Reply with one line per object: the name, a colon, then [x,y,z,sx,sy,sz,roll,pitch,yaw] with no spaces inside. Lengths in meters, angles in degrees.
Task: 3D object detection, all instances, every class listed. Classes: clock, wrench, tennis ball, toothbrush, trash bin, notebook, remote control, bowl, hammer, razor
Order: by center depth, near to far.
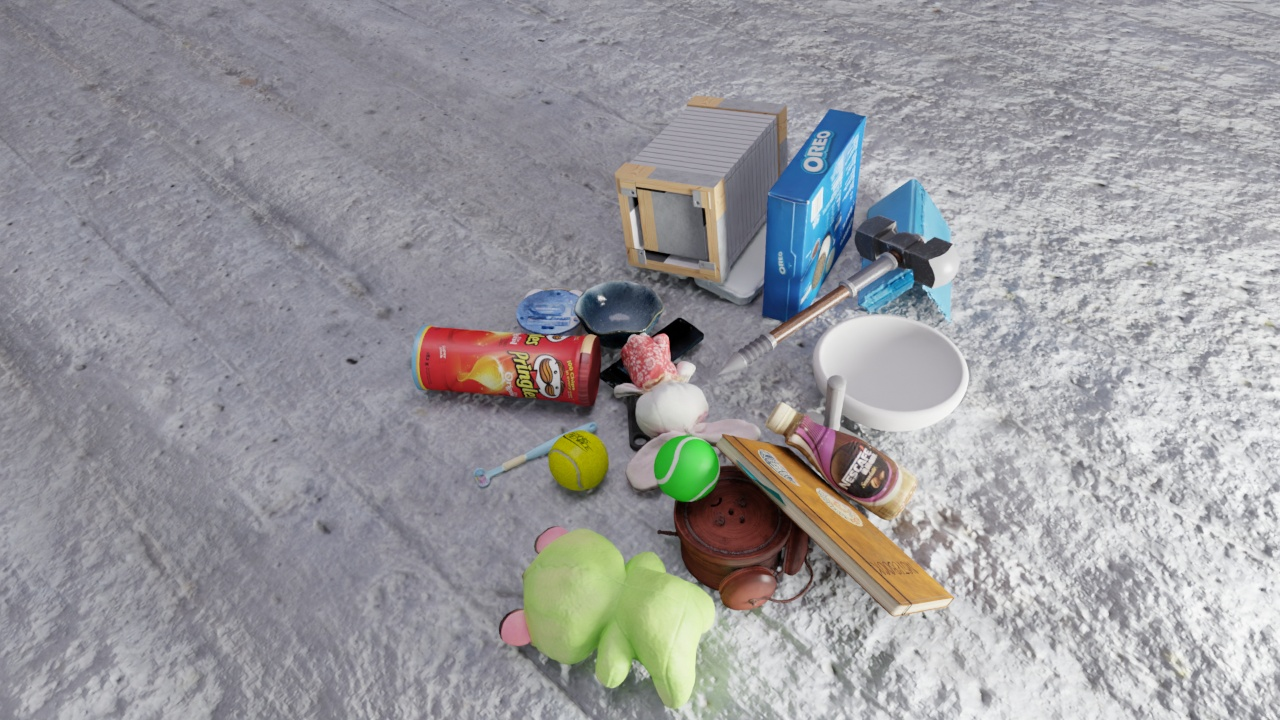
notebook: [0.181,0.151,0.898,0.249,0.014,0.178,44,15,32]
tennis ball: [0.046,0.106,0.903,0.065,0.065,0.065,-1,43,1]
clock: [0.103,0.181,0.922,0.120,0.072,0.158,-34,51,-30]
tennis ball: [-0.068,0.110,1.007,0.065,0.065,0.065,-1,43,1]
razor: [0.213,0.060,1.014,0.088,0.116,0.047,31,57,29]
toothbrush: [-0.117,0.104,1.051,0.154,0.016,0.022,-24,80,-21]
bowl: [0.290,0.025,1.086,0.176,0.066,0.176,-1,43,1]
hammer: [0.223,-0.068,1.116,0.321,0.043,0.156,-33,38,-16]
remote control: [0.016,-0.010,1.141,0.047,0.022,0.149,35,52,25]
wrench: [-0.007,0.007,1.151,0.073,0.018,0.272,-3,45,-2]
bowl: [-0.026,-0.050,1.152,0.110,0.055,0.110,-1,40,0]
clock: [-0.113,-0.058,1.196,0.089,0.052,0.125,2,43,4]
trash bin: [0.094,-0.246,1.282,0.143,0.143,0.246,14,44,26]

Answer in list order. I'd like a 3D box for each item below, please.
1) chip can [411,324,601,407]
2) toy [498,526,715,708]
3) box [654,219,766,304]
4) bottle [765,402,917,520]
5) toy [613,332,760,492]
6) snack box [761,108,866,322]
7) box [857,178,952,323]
chip can: [-0.159,0.004,1.107,0.213,0.087,0.086,4,44,8]
toy: [-0.030,0.228,0.860,0.197,0.107,0.149,19,48,9]
box: [0.123,-0.171,1.324,0.191,0.045,0.208,26,49,25]
bottle: [0.210,0.102,0.978,0.166,0.060,0.059,34,51,7]
toy: [0.028,0.046,1.047,0.159,0.084,0.194,-24,61,-10]
snack box: [0.233,-0.193,1.226,0.056,0.196,0.238,17,46,21]
box: [0.377,-0.138,1.281,0.111,0.094,0.230,40,40,-19]
